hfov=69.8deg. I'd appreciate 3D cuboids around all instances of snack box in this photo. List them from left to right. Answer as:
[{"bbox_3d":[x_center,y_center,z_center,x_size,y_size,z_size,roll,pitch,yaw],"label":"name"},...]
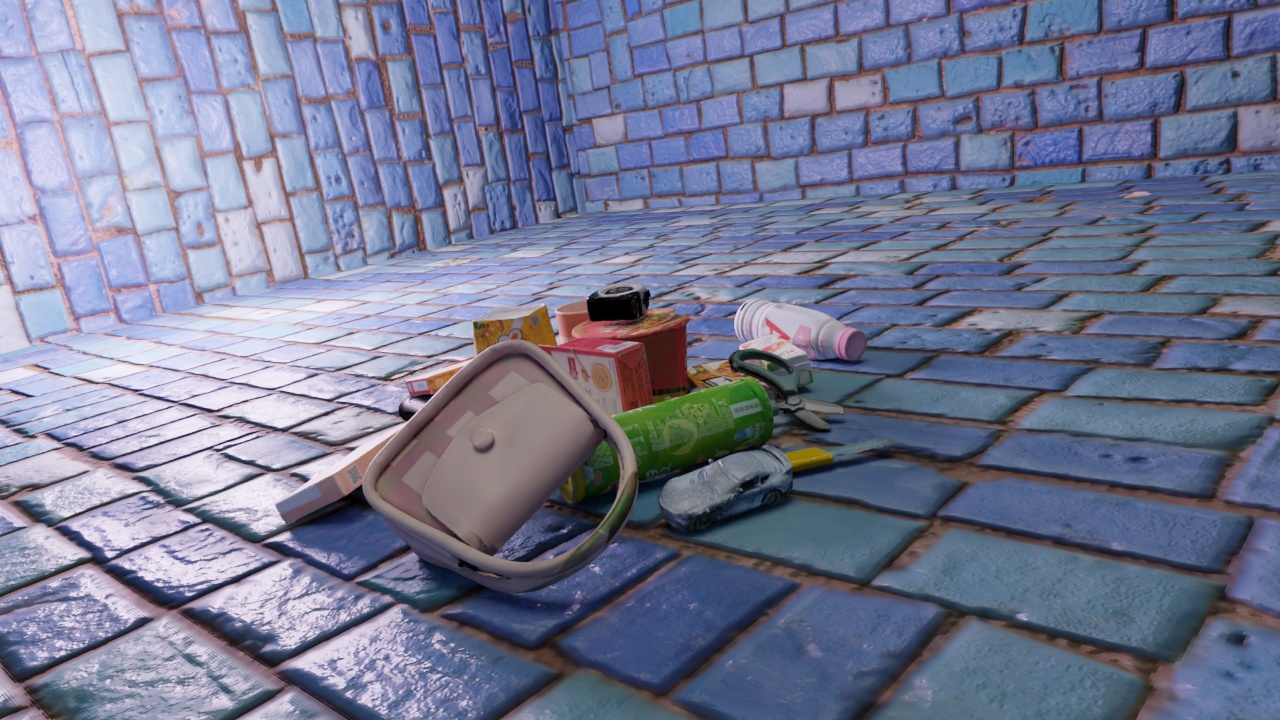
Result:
[{"bbox_3d":[-0.297,0.112,0.952,0.085,0.026,0.157,-26,7,22],"label":"snack box"},{"bbox_3d":[-0.251,0.016,1.320,0.155,0.027,0.077,-20,8,-35],"label":"snack box"},{"bbox_3d":[-0.044,0.035,0.981,0.044,0.113,0.127,-23,20,-39],"label":"snack box"},{"bbox_3d":[0.103,0.032,1.084,0.075,0.026,0.153,-11,15,-7],"label":"snack box"}]

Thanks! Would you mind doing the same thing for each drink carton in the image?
[{"bbox_3d":[0.163,0.005,1.111,0.053,0.045,0.122,-16,15,-6],"label":"drink carton"}]

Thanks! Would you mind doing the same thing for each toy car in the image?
[{"bbox_3d":[0.072,0.106,0.777,0.120,0.037,0.054,-18,34,-20],"label":"toy car"}]

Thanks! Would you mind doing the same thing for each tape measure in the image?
[{"bbox_3d":[-0.023,-0.069,1.090,0.066,0.033,0.065,1,19,25],"label":"tape measure"}]

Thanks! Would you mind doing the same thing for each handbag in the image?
[{"bbox_3d":[-0.095,0.096,0.739,0.193,0.093,0.234,-46,42,-19],"label":"handbag"}]

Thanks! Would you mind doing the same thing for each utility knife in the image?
[{"bbox_3d":[0.131,0.097,0.837,0.216,0.015,0.033,-12,21,-5],"label":"utility knife"}]

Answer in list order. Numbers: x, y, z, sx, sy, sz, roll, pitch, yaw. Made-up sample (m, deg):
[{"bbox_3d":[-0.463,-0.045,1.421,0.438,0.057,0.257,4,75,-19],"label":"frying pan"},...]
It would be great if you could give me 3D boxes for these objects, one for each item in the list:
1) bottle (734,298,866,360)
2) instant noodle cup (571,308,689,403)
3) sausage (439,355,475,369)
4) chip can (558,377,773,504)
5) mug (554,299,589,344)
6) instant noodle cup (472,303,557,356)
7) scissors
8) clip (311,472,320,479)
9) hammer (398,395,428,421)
[{"bbox_3d":[0.210,-0.038,1.213,0.068,0.068,0.197,-18,21,-32],"label":"bottle"},{"bbox_3d":[-0.006,0.006,1.078,0.138,0.109,0.137,-8,15,2],"label":"instant noodle cup"},{"bbox_3d":[-0.248,0.002,1.408,0.021,0.021,0.164,6,20,44],"label":"sausage"},{"bbox_3d":[0.023,0.073,0.879,0.221,0.072,0.073,-14,16,-22],"label":"chip can"},{"bbox_3d":[-0.055,-0.027,1.240,0.082,0.106,0.114,7,21,45],"label":"mug"},{"bbox_3d":[-0.156,-0.003,1.169,0.116,0.124,0.115,-3,16,19],"label":"instant noodle cup"},{"bbox_3d":[0.144,0.029,0.996,0.177,0.019,0.170,5,36,20],"label":"scissors"},{"bbox_3d":[-0.344,0.132,0.981,0.047,0.014,0.057,-6,13,0],"label":"clip"},{"bbox_3d":[-0.189,0.076,1.013,0.128,0.033,0.301,0,6,-40],"label":"hammer"}]
